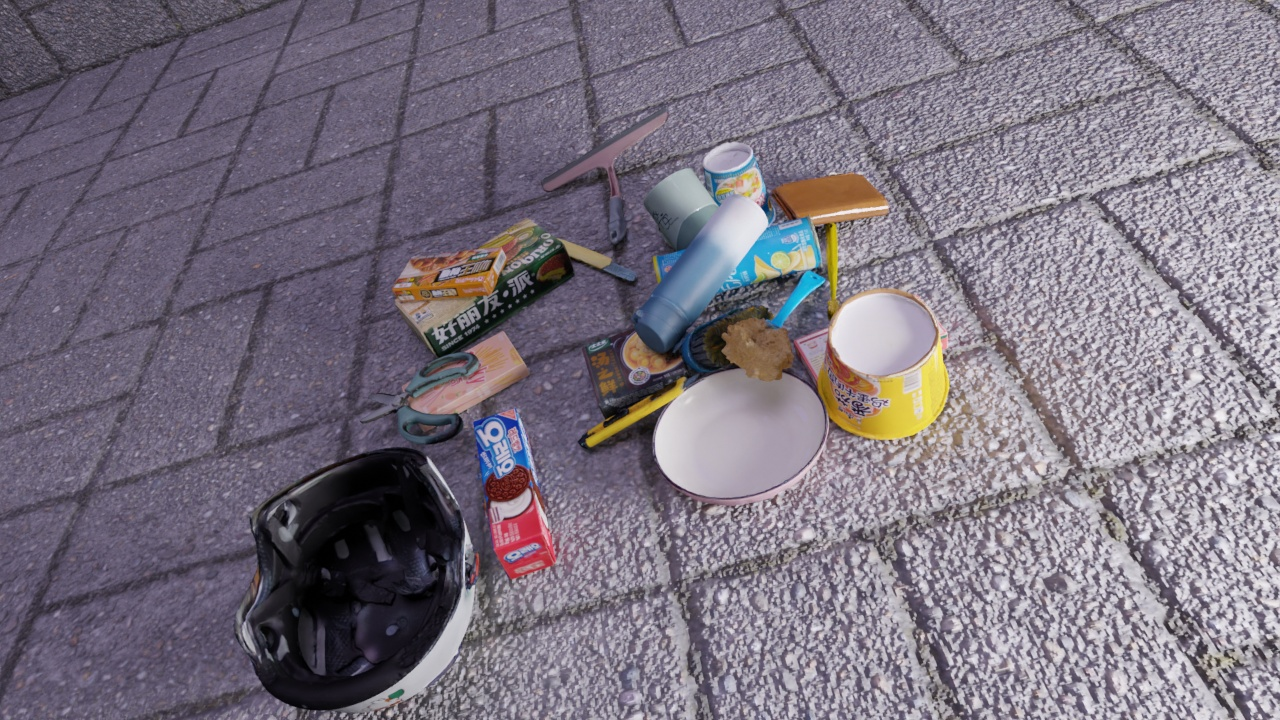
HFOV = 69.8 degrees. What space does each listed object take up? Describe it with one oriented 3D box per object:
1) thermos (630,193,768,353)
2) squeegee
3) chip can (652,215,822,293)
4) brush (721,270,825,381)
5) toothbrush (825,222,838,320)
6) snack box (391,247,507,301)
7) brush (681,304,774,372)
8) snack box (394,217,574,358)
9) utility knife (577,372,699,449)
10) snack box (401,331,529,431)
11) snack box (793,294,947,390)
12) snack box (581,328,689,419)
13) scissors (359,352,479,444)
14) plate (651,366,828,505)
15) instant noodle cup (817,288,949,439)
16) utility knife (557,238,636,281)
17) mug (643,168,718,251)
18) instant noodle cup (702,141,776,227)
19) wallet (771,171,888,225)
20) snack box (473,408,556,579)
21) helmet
[{"bbox_3d":[0.072,-0.104,1.113,0.070,0.070,0.220,20,64,37],"label":"thermos"},{"bbox_3d":[-0.043,-0.255,1.430,0.248,0.040,0.249,-26,44,19],"label":"squeegee"},{"bbox_3d":[0.126,-0.128,1.198,0.210,0.071,0.071,-14,41,7],"label":"chip can"},{"bbox_3d":[0.169,-0.052,1.079,0.083,0.046,0.253,29,40,13],"label":"brush"},{"bbox_3d":[0.246,-0.119,1.178,0.016,0.017,0.189,-6,43,16],"label":"toothbrush"},{"bbox_3d":[-0.268,-0.120,1.290,0.154,0.026,0.075,-3,45,22],"label":"snack box"},{"bbox_3d":[0.098,-0.024,1.090,0.143,0.055,0.074,-26,4,-43],"label":"brush"},{"bbox_3d":[-0.225,-0.107,1.327,0.239,0.063,0.114,-35,43,-16],"label":"snack box"},{"bbox_3d":[-0.004,0.057,1.058,0.171,0.015,0.033,-31,20,14],"label":"utility knife"},{"bbox_3d":[-0.232,0.026,1.215,0.157,0.026,0.084,-30,42,-9],"label":"snack box"},{"bbox_3d":[0.263,-0.019,1.056,0.156,0.027,0.077,-20,41,1],"label":"snack box"},{"bbox_3d":[-0.007,0.007,1.130,0.113,0.053,0.125,-21,46,0],"label":"snack box"},{"bbox_3d":[-0.272,0.058,1.163,0.170,0.019,0.181,-27,43,-8],"label":"scissors"},{"bbox_3d":[0.109,0.085,0.998,0.192,0.039,0.192,-12,42,10],"label":"plate"},{"bbox_3d":[0.251,-0.001,0.956,0.138,0.110,0.137,-7,58,11],"label":"instant noodle cup"},{"bbox_3d":[-0.076,-0.151,1.346,0.030,0.022,0.212,-42,38,-21],"label":"utility knife"},{"bbox_3d":[0.061,-0.191,1.271,0.082,0.112,0.106,-29,81,-30],"label":"mug"},{"bbox_3d":[0.132,-0.240,1.286,0.099,0.110,0.099,-12,42,11],"label":"instant noodle cup"},{"bbox_3d":[0.257,-0.221,1.258,0.131,0.031,0.107,-10,38,-9],"label":"wallet"},{"bbox_3d":[-0.145,0.143,1.030,0.058,0.057,0.207,-19,40,-2],"label":"snack box"},{"bbox_3d":[-0.262,0.230,0.911,0.230,0.157,0.273,-22,52,-3],"label":"helmet"}]
